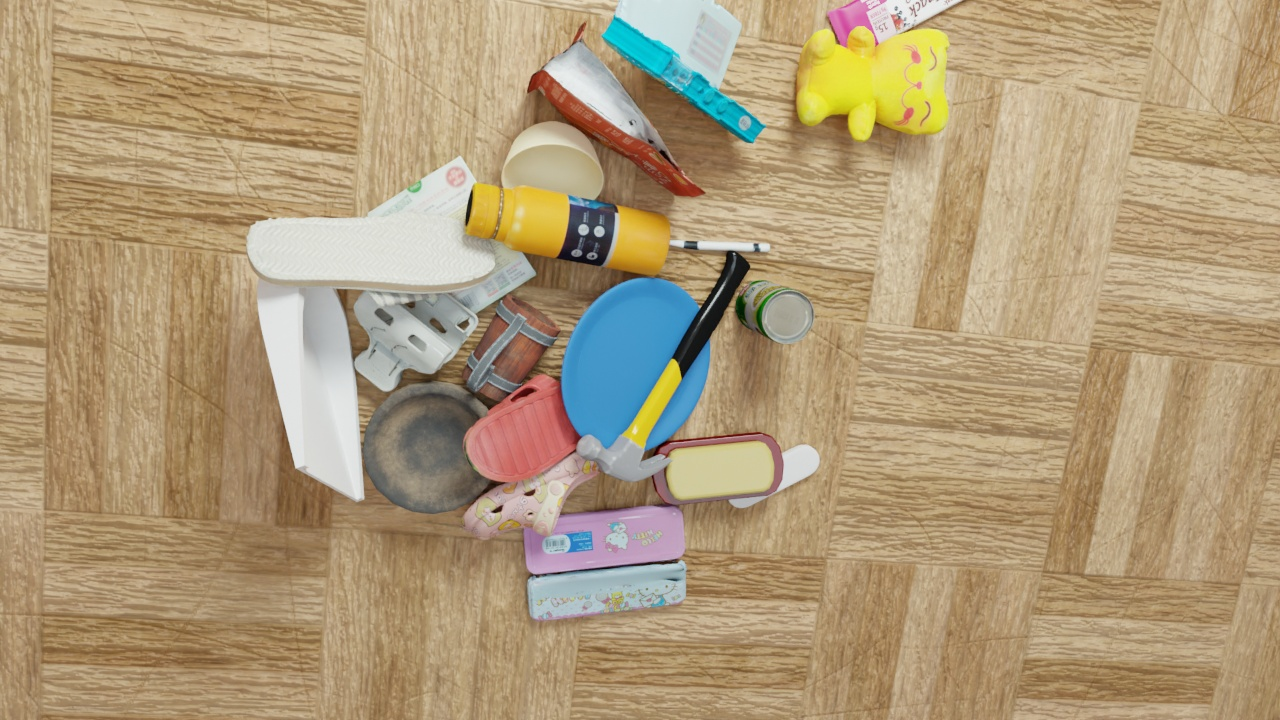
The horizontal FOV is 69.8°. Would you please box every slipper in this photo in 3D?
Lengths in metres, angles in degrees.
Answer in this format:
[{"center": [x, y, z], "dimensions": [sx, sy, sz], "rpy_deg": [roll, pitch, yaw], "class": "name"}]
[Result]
[{"center": [-0.112, 0.068, 1.128], "dimensions": [0.248, 0.059, 0.103], "rpy_deg": [-26, 114, -31], "class": "slipper"}, {"center": [-0.292, -0.114, 1.013], "dimensions": [0.272, 0.114, 0.054], "rpy_deg": [-5, 146, -35], "class": "slipper"}, {"center": [-0.125, 0.179, 1.145], "dimensions": [0.197, 0.093, 0.081], "rpy_deg": [-27, 76, -7], "class": "slipper"}]

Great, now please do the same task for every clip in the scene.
[{"center": [-0.284, -0.028, 1.081], "dimensions": [0.126, 0.105, 0.152], "rpy_deg": [40, 95, -3], "class": "clip"}]

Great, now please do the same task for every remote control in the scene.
[{"center": [0.178, 0.156, 1.236], "dimensions": [0.136, 0.013, 0.043], "rpy_deg": [-26, 103, -3], "class": "remote control"}]

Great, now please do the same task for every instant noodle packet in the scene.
[{"center": [-0.022, -0.263, 1.048], "dimensions": [0.084, 0.164, 0.221], "rpy_deg": [-46, 103, -1], "class": "instant noodle packet"}]

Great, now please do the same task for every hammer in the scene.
[{"center": [0.047, 0.007, 1.147], "dimensions": [0.127, 0.029, 0.323], "rpy_deg": [38, 79, -38], "class": "hammer"}]

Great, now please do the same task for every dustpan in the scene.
[{"center": [-0.352, 0.012, 1.021], "dimensions": [0.053, 0.192, 0.257], "rpy_deg": [-19, 72, -5], "class": "dustpan"}]

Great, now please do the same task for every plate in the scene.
[{"center": [-0.007, 0.007, 1.140], "dimensions": [0.223, 0.024, 0.224], "rpy_deg": [-11, 110, -34], "class": "plate"}]

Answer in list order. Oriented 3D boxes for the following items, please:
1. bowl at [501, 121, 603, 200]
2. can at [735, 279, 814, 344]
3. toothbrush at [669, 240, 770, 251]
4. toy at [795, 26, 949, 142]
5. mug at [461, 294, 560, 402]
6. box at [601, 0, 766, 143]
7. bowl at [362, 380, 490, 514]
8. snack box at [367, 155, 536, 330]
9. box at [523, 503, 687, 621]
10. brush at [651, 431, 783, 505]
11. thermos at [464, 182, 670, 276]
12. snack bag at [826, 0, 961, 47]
[{"center": [-0.104, -0.239, 1.081], "dimensions": [0.118, 0.118, 0.074], "rpy_deg": [2, 58, -10], "class": "bowl"}, {"center": [0.164, -0.061, 1.137], "dimensions": [0.067, 0.121, 0.067], "rpy_deg": [-2, 101, -9], "class": "can"}, {"center": [0.074, -0.143, 1.165], "dimensions": [0.186, 0.012, 0.017], "rpy_deg": [1, 113, -9], "class": "toothbrush"}, {"center": [0.281, -0.334, 1.123], "dimensions": [0.193, 0.087, 0.134], "rpy_deg": [-4, 98, -10], "class": "toy"}, {"center": [-0.163, -0.012, 1.101], "dimensions": [0.081, 0.117, 0.111], "rpy_deg": [35, 97, 4], "class": "mug"}, {"center": [0.048, -0.342, 1.033], "dimensions": [0.087, 0.227, 0.168], "rpy_deg": [-20, 72, 30], "class": "box"}, {"center": [-0.255, 0.101, 1.128], "dimensions": [0.162, 0.070, 0.162], "rpy_deg": [-2, 101, -9], "class": "bowl"}, {"center": [-0.226, -0.140, 1.109], "dimensions": [0.132, 0.027, 0.168], "rpy_deg": [-33, 103, -2], "class": "snack box"}, {"center": [-0.045, 0.270, 1.213], "dimensions": [0.214, 0.040, 0.151], "rpy_deg": [-5, 105, -8], "class": "box"}, {"center": [0.102, 0.142, 1.197], "dimensions": [0.173, 0.042, 0.082], "rpy_deg": [-5, 93, -5], "class": "brush"}, {"center": [-0.088, -0.151, 1.080], "dimensions": [0.232, 0.092, 0.076], "rpy_deg": [8, 59, -19], "class": "thermos"}, {"center": [0.332, -0.447, 1.145], "dimensions": [0.196, 0.016, 0.070], "rpy_deg": [-28, 105, -3], "class": "snack bag"}]
